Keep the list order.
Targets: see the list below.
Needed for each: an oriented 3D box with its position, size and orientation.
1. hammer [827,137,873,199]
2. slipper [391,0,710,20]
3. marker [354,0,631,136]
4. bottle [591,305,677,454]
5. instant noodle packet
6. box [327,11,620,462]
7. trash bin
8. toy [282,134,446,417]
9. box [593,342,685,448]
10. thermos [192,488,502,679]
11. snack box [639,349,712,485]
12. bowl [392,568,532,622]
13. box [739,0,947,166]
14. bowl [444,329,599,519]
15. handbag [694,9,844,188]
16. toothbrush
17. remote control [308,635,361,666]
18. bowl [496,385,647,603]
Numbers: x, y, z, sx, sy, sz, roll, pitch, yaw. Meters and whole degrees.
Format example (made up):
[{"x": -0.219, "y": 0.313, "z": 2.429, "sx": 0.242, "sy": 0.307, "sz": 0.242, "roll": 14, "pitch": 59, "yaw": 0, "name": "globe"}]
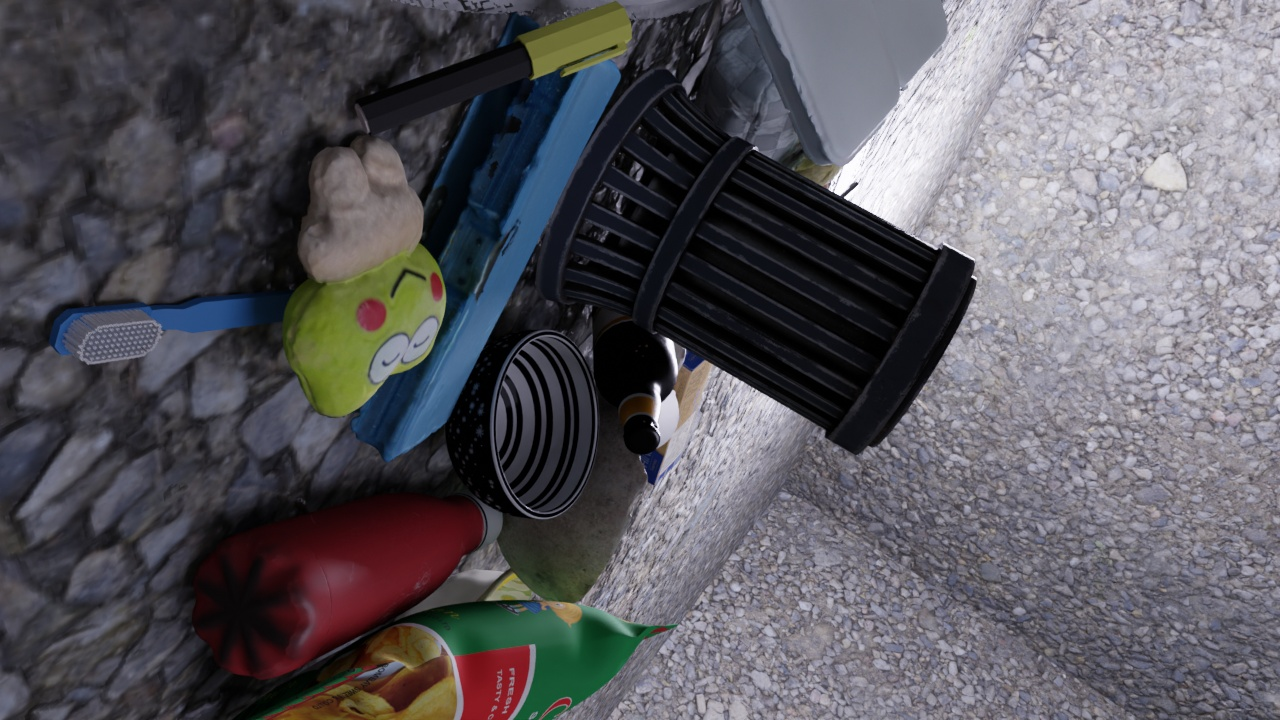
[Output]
[{"x": 0.094, "y": -0.136, "z": 0.821, "sx": 0.325, "sy": 0.079, "sz": 0.177, "roll": -41, "pitch": 158, "yaw": -30, "name": "hammer"}, {"x": -0.032, "y": -0.180, "z": 0.350, "sx": 0.112, "sy": 0.074, "sz": 0.246, "roll": -31, "pitch": 178, "yaw": 33, "name": "slipper"}, {"x": -0.060, "y": -0.123, "z": 0.390, "sx": 0.123, "sy": 0.021, "sz": 0.017, "roll": -27, "pitch": -172, "yaw": -18, "name": "marker"}, {"x": -0.004, "y": 0.004, "z": 0.648, "sx": 0.181, "sy": 0.059, "sz": 0.059, "roll": -96, "pitch": -154, "yaw": -59, "name": "bottle"}, {"x": -0.125, "y": 0.207, "z": 0.582, "sx": 0.196, "sy": 0.090, "sz": 0.252, "roll": -32, "pitch": 153, "yaw": 33, "name": "instant noodle packet"}, {"x": -0.088, "y": -0.063, "z": 0.484, "sx": 0.232, "sy": 0.052, "sz": 0.093, "roll": -61, "pitch": 180, "yaw": 15, "name": "box"}, {"x": 0.075, "y": -0.055, "z": 0.578, "sx": 0.164, "sy": 0.227, "sz": 0.164, "roll": -58, "pitch": 172, "yaw": -13, "name": "trash bin"}, {"x": -0.119, "y": -0.037, "z": 0.396, "sx": 0.091, "sy": 0.046, "sz": 0.115, "roll": -44, "pitch": 144, "yaw": -55, "name": "toy"}, {"x": 0.003, "y": 0.020, "z": 0.826, "sx": 0.150, "sy": 0.080, "sz": 0.106, "roll": -58, "pitch": 164, "yaw": 16, "name": "box"}, {"x": -0.153, "y": 0.116, "z": 0.551, "sx": 0.073, "sy": 0.073, "sz": 0.239, "roll": -61, "pitch": 164, "yaw": 11, "name": "thermos"}, {"x": 0.027, "y": 0.049, "z": 0.996, "sx": 0.056, "sy": 0.057, "sz": 0.207, "roll": -40, "pitch": 157, "yaw": -37, "name": "snack box"}, {"x": -0.171, "y": 0.244, "z": 0.767, "sx": 0.219, "sy": 0.060, "sz": 0.188, "roll": -60, "pitch": 164, "yaw": 13, "name": "bowl"}, {"x": 0.114, "y": -0.241, "z": 0.531, "sx": 0.188, "sy": 0.037, "sz": 0.209, "roll": -44, "pitch": 120, "yaw": -30, "name": "box"}, {"x": -0.086, "y": 0.041, "z": 0.597, "sx": 0.120, "sy": 0.066, "sz": 0.120, "roll": 4, "pitch": 86, "yaw": -61, "name": "bowl"}, {"x": 0.099, "y": -0.174, "z": 0.657, "sx": 0.112, "sy": 0.123, "sz": 0.172, "roll": -46, "pitch": 167, "yaw": -18, "name": "handbag"}, {"x": -0.160, "y": -0.019, "z": 0.379, "sx": 0.016, "sy": 0.014, "sz": 0.166, "roll": -63, "pitch": 164, "yaw": 18, "name": "toothbrush"}, {"x": -0.187, "y": 0.171, "z": 0.664, "sx": 0.130, "sy": 0.012, "sz": 0.033, "roll": -44, "pitch": 162, "yaw": -39, "name": "remote control"}, {"x": -0.067, "y": 0.090, "z": 0.702, "sx": 0.179, "sy": 0.081, "sz": 0.178, "roll": -55, "pitch": -160, "yaw": 31, "name": "bowl"}]
